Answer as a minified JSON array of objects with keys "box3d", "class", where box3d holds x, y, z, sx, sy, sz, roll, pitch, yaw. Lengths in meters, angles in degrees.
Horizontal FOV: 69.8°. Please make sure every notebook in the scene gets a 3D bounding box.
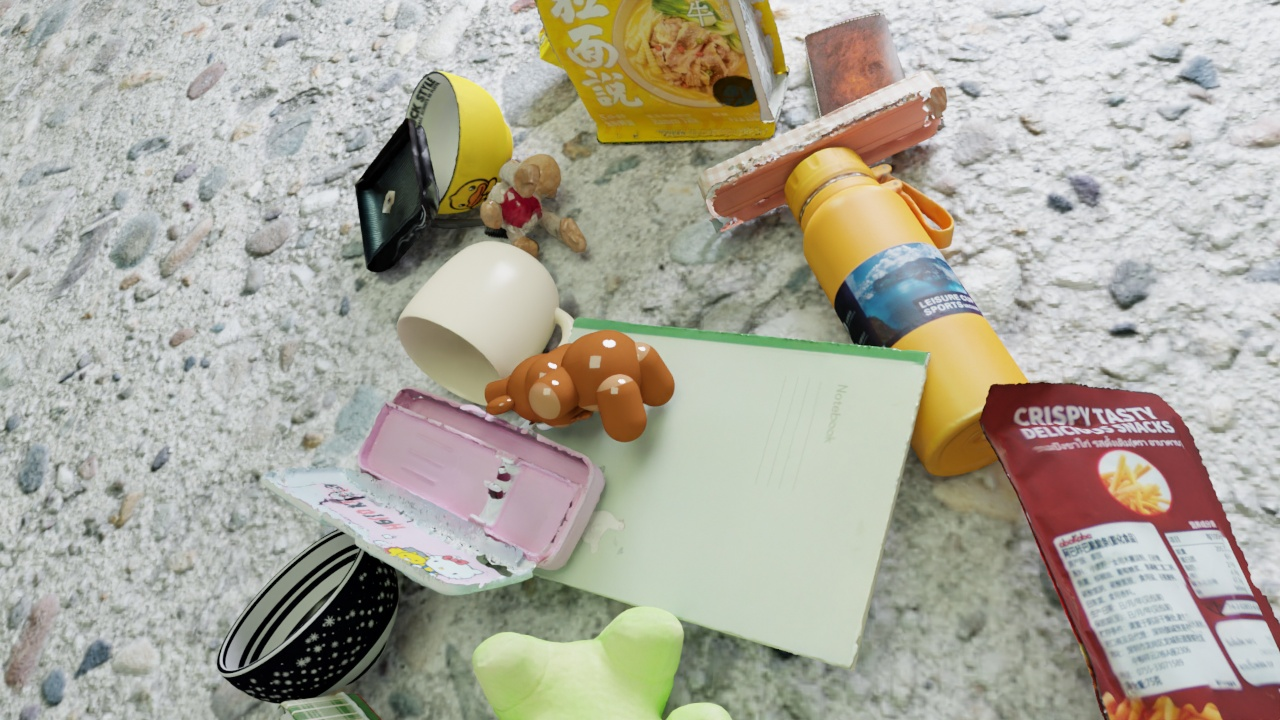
[{"box3d":[0.031,0.063,0.559,0.253,0.010,0.181,8,69,33],"class":"notebook"}]

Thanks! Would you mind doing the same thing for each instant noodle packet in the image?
[{"box3d":[0.009,-0.266,0.698,0.163,0.221,0.084,5,65,24],"class":"instant noodle packet"}]

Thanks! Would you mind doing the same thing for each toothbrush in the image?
[{"box3d":[-0.179,-0.122,0.808,0.167,0.013,0.013,9,72,25],"class":"toothbrush"}]

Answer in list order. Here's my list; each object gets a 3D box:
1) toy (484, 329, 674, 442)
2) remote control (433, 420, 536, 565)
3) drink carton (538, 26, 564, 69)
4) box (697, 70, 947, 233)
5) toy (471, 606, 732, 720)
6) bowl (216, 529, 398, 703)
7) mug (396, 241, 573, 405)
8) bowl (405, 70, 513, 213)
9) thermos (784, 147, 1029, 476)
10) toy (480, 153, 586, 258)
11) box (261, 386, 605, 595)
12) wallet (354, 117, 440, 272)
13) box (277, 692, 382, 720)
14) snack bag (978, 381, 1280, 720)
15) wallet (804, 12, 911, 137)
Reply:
[{"box3d":[-0.046,0.020,0.585,0.128,0.065,0.094,-13,13,37],"class":"toy"},{"box3d":[-0.080,0.082,0.636,0.143,0.024,0.049,-46,60,-5],"class":"remote control"},{"box3d":[-0.035,-0.313,0.799,0.135,0.058,0.042,-46,39,43],"class":"drink carton"},{"box3d":[0.134,-0.146,0.668,0.187,0.082,0.041,-22,56,4],"class":"box"},{"box3d":[-0.011,0.235,0.478,0.150,0.107,0.196,-9,64,-12],"class":"toy"},{"box3d":[-0.202,0.173,0.595,0.120,0.066,0.120,-32,22,14],"class":"bowl"},{"box3d":[-0.101,-0.030,0.674,0.120,0.096,0.099,24,59,15],"class":"mug"},{"box3d":[-0.152,-0.183,0.789,0.117,0.067,0.117,1,92,53],"class":"bowl"},{"box3d":[0.171,-0.042,0.594,0.091,0.076,0.232,-2,50,-24],"class":"thermos"},{"box3d":[-0.084,-0.132,0.751,0.074,0.085,0.105,-36,31,23],"class":"toy"},{"box3d":[-0.132,0.089,0.595,0.202,0.077,0.146,17,43,38],"class":"box"},{"box3d":[-0.208,-0.139,0.781,0.115,0.026,0.089,-32,64,43],"class":"wallet"},{"box3d":[-0.140,0.269,0.477,0.206,0.051,0.117,14,94,48],"class":"box"},{"box3d":[0.259,0.102,0.460,0.138,0.067,0.207,0,63,-18],"class":"snack bag"},{"box3d":[0.173,-0.224,0.733,0.072,0.019,0.122,-12,57,14],"class":"wallet"}]
